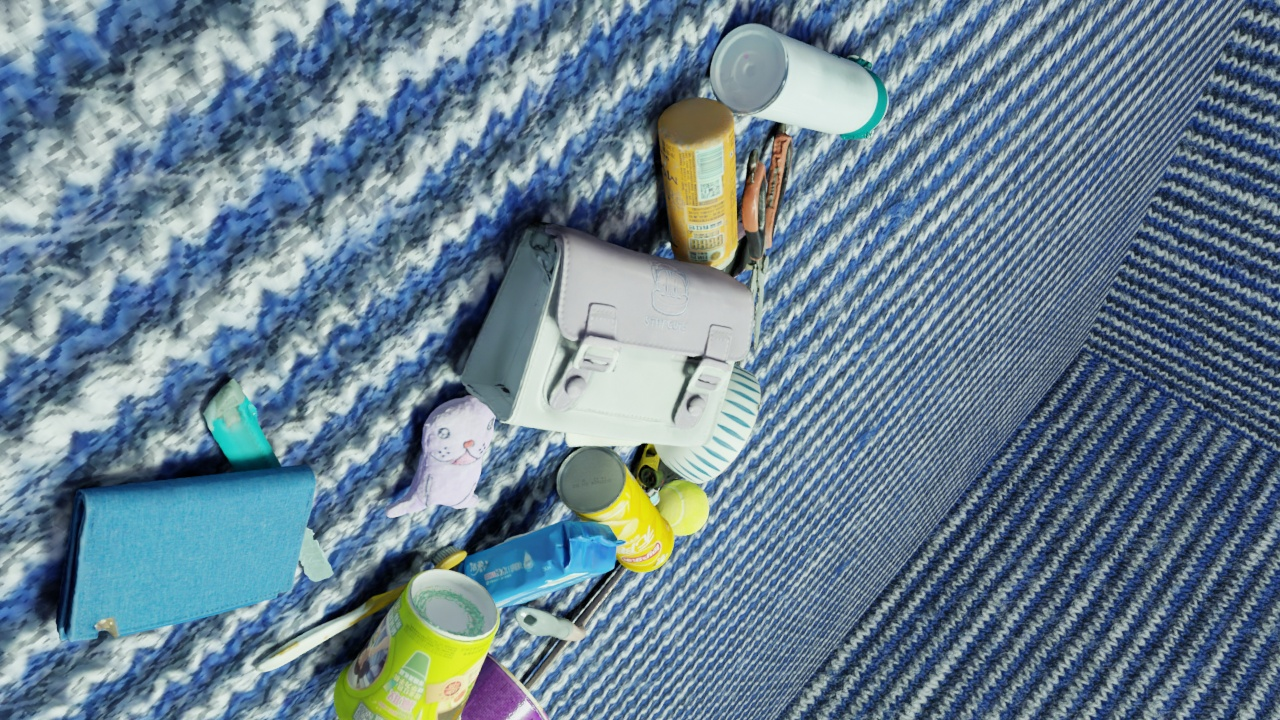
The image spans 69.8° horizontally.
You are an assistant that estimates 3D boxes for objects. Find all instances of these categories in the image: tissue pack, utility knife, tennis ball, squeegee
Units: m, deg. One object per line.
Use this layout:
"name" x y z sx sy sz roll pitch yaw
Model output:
"tissue pack" -0.099 0.187 0.842 0.157 0.052 0.095 -25 161 19
"utility knife" -0.238 0.091 0.605 0.029 0.013 0.223 -36 147 -26
"tennis ball" 0.048 0.173 1.077 0.065 0.065 0.066 -37 148 -29
"squeegee" -0.086 0.286 0.989 0.247 0.040 0.250 -50 160 -7

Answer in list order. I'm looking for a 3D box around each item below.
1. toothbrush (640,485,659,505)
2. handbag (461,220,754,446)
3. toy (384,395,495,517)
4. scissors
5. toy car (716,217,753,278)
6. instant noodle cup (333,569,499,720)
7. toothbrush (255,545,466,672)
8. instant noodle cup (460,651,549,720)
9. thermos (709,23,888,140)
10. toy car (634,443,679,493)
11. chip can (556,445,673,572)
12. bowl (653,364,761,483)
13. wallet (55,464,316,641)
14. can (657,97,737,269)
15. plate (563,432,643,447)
"toothbrush" 0.069 0.105 1.085 0.188 0.029 0.021 -38 -172 -31
"handbag" -0.015 -0.015 0.702 0.196 0.098 0.145 10 102 -41
"toy" -0.146 0.072 0.698 0.083 0.039 0.108 -4 126 -45
"scissors" 0.109 -0.109 0.830 0.227 0.015 0.188 76 30 -54
"toy car" 0.083 -0.102 0.860 0.122 0.037 0.056 -38 148 -51
"instant noodle cup" -0.176 0.242 0.752 0.111 0.112 0.124 -3 128 -56
"toothbrush" -0.223 0.199 0.749 0.190 0.018 0.016 -25 139 -38
"instant noodle cup" -0.161 0.354 0.903 0.099 0.111 0.112 -44 151 -24
"thermos" 0.146 -0.233 0.778 0.223 0.073 0.073 -10 130 -53
"toy car" 0.038 0.076 0.980 0.071 0.041 0.156 -20 139 -47
"chip can" -0.022 0.158 0.950 0.072 0.072 0.213 -48 150 -11
"bowl" 0.049 0.047 0.842 0.066 0.116 0.116 30 97 -20
"wallet" -0.270 0.113 0.552 0.132 0.040 0.106 -2 122 -45
"can" 0.048 -0.138 0.741 0.058 0.058 0.146 -42 150 -21
"plate" -0.005 0.005 0.843 0.164 0.034 0.164 9 113 -59
